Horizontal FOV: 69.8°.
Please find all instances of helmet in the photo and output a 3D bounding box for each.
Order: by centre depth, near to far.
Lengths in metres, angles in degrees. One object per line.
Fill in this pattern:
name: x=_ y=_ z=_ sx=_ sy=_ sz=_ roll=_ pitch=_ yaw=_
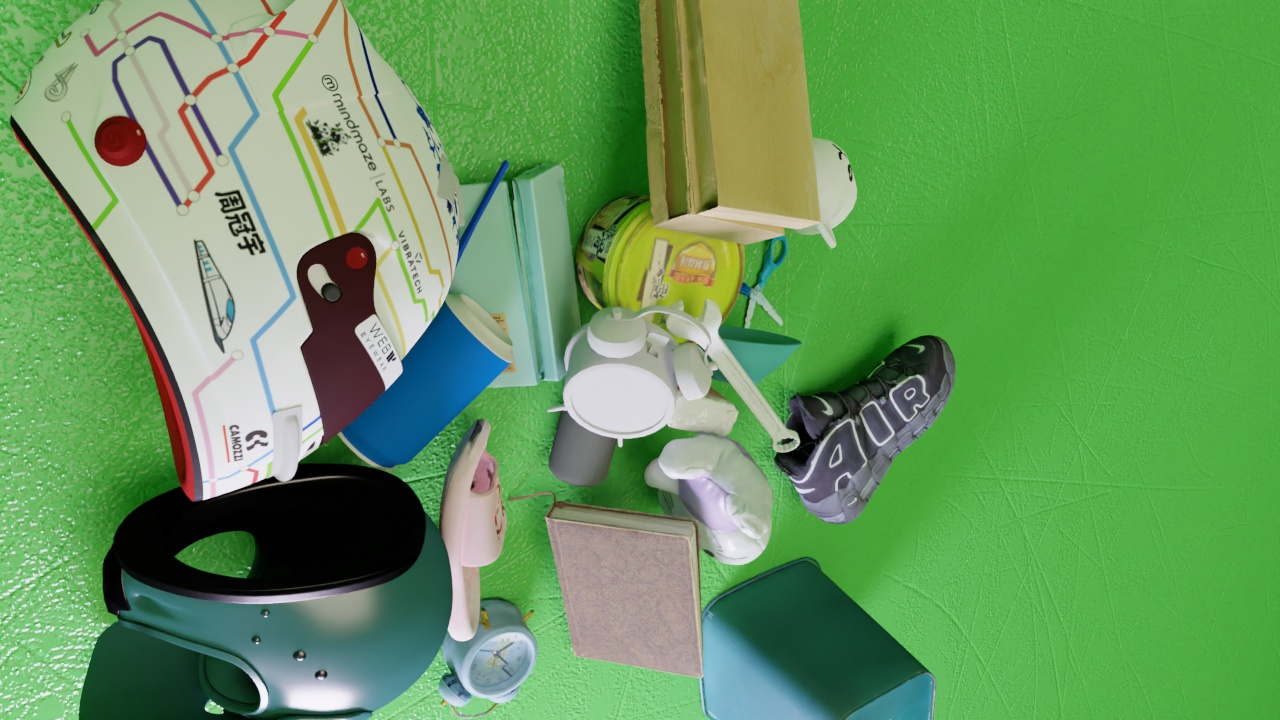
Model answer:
helmet: x=-0.235 y=-0.086 z=0.601 sx=0.235 sy=0.231 sz=0.315 roll=-25 pitch=115 yaw=-26
helmet: x=-0.287 y=0.202 z=0.719 sx=0.274 sy=0.176 sz=0.201 roll=-1 pitch=125 yaw=-23

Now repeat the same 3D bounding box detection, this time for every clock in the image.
clock: x=-0.004 y=0.005 z=0.783 sx=0.120 sy=0.061 sz=0.160 roll=28 pitch=132 yaw=-21
clock: x=-0.153 y=0.302 z=0.918 sx=0.088 sy=0.052 sz=0.124 roll=13 pitch=101 yaw=-37

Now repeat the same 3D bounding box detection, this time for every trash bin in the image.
trash bin: x=0.208 y=0.384 z=1.075 sx=0.196 sy=0.219 sz=0.199 roll=-17 pitch=116 yaw=-26

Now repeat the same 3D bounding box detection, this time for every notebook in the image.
notebook: x=-0.030 y=0.228 z=0.923 sx=0.034 sy=0.190 sz=0.216 roll=-65 pitch=156 yaw=-51

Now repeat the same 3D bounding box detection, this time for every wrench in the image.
wrench: x=0.097 y=0.022 z=0.873 sx=0.047 sy=0.009 sz=0.273 roll=-23 pitch=139 yaw=16

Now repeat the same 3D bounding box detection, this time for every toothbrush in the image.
toothbrush: x=-0.154 y=-0.084 z=0.762 sx=0.011 sy=0.016 sz=0.187 roll=17 pitch=115 yaw=-44

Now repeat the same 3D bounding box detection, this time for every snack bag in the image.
snack bag: x=0.033 y=0.031 z=0.890 sx=0.077 sy=0.116 sz=0.036 roll=13 pitch=106 yaw=-34

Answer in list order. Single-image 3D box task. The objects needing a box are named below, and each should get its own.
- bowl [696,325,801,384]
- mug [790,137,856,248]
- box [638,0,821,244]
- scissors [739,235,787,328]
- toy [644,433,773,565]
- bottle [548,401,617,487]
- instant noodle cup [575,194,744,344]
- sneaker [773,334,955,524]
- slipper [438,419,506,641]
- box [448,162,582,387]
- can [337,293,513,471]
bowl: x=0.095 y=-0.004 z=0.907 sx=0.121 sy=0.121 sz=0.046 roll=1 pitch=101 yaw=-33
mug: x=0.166 y=-0.163 z=0.896 sx=0.090 sy=0.123 sz=0.076 roll=-26 pitch=138 yaw=21
box: x=0.072 y=-0.232 z=0.758 sx=0.128 sy=0.092 sz=0.249 roll=3 pitch=80 yaw=-48
scissors: x=0.114 y=-0.074 z=0.965 sx=0.126 sy=0.014 sz=0.127 roll=-2 pitch=114 yaw=-35
toy: x=0.073 y=0.132 z=0.902 sx=0.085 sy=0.138 sz=0.209 roll=-51 pitch=166 yaw=-16
bottle: x=-0.050 y=0.063 z=0.884 sx=0.060 sy=0.060 sz=0.108 roll=7 pitch=105 yaw=-34
instant noodle cup: x=0.012 y=-0.088 z=0.840 sx=0.146 sy=0.098 sz=0.146 roll=-12 pitch=114 yaw=-29
sneaker: x=0.239 y=0.054 z=1.045 sx=0.150 sy=0.097 sz=0.252 roll=33 pitch=95 yaw=-34
slipper: x=-0.150 y=0.154 z=0.830 sx=0.055 sy=0.106 sz=0.222 roll=6 pitch=114 yaw=-4
box: x=-0.111 y=-0.073 z=0.811 sx=0.112 sy=0.078 sz=0.187 roll=-7 pitch=114 yaw=1
can: x=-0.179 y=0.017 z=0.759 sx=0.146 sy=0.079 sz=0.079 roll=-44 pitch=126 yaw=4
